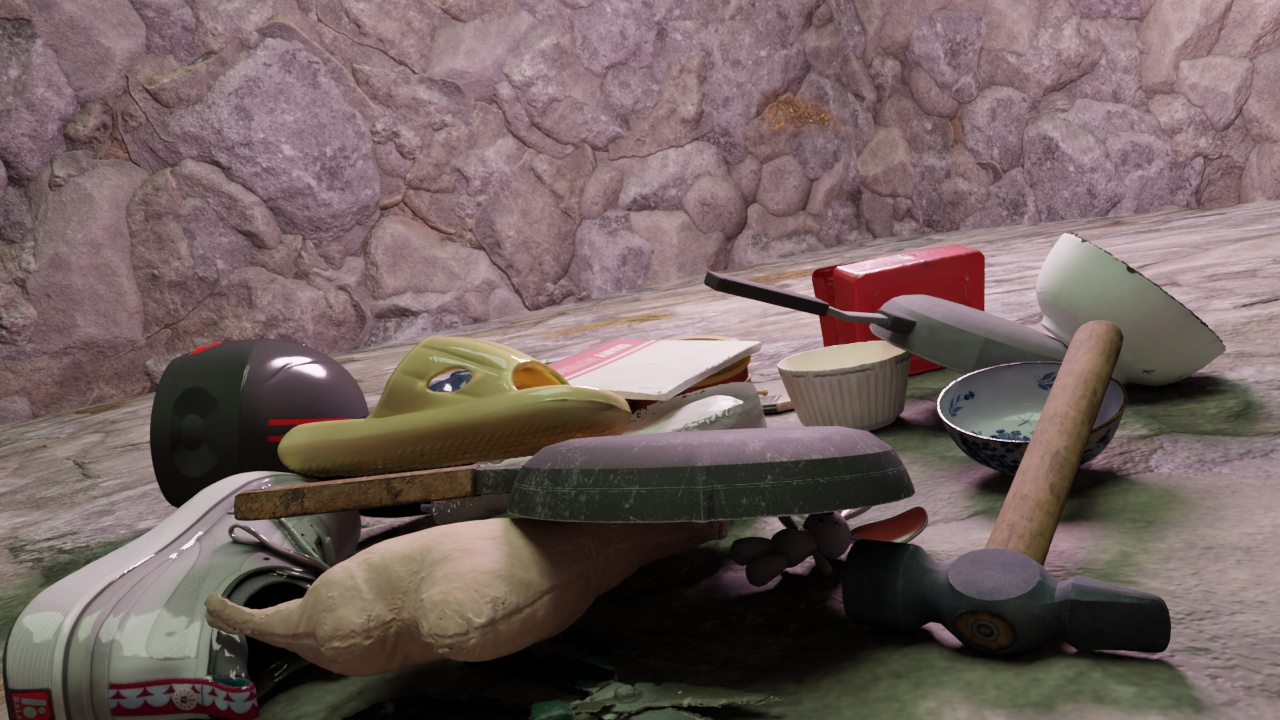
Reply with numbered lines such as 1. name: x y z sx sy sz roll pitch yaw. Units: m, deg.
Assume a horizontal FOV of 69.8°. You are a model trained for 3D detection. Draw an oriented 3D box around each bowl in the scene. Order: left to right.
1. bowl: 0.182 0.025 0.806 0.115 0.062 0.115 -10 8 1
2. bowl: 0.258 0.045 0.605 0.114 0.045 0.114 -13 21 5
3. bowl: 0.390 -0.032 0.760 0.073 0.153 0.153 -52 -1 13

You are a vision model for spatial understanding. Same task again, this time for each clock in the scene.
1. clock: 0.031 0.034 0.853 0.159 0.081 0.116 3 23 27

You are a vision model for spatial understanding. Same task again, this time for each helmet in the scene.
1. helmet: -0.331 0.063 0.826 0.169 0.164 0.265 0 -4 -12

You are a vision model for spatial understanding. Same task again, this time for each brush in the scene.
1. brush: 0.137 0.043 0.911 0.151 0.012 0.038 -6 9 22

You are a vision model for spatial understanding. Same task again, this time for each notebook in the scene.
1. notebook: -0.004 0.004 0.756 0.153 0.012 0.208 2 11 26

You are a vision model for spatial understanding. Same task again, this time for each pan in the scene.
1. pan: -0.043 0.059 0.474 0.357 0.040 0.207 -2 -3 5
2. pan: 0.208 -0.032 0.733 0.356 0.041 0.178 11 14 -27

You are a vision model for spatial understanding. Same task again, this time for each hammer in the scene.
1. hammer: 0.229 0.048 0.502 0.129 0.040 0.320 0 24 35

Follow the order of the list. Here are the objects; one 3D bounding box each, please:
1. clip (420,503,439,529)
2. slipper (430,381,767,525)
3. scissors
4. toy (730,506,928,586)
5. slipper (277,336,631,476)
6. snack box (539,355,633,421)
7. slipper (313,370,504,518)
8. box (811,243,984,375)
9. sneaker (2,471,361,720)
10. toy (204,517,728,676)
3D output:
1. clip: -0.147 0.116 0.704 0.052 0.042 0.014 -29 14 -23
2. slipper: -0.030 0.079 0.654 0.247 0.074 0.112 -15 -1 4
3. scissors: -0.043 0.152 0.392 0.210 0.015 0.141 -4 7 44
4. toy: 0.105 0.098 0.521 0.111 0.030 0.049 -16 38 -19
5. slipper: -0.126 0.028 0.609 0.262 0.079 0.111 -11 -17 23
6. snack box: -0.064 0.035 0.973 0.147 0.080 0.025 -10 9 2
7. slipper: -0.145 0.056 0.772 0.265 0.109 0.083 -9 40 -29
8. box: 0.280 -0.050 0.976 0.157 0.134 0.112 -13 8 -16
9. sneaker: -0.209 0.130 0.525 0.129 0.097 0.262 3 10 10
10. toy: -0.070 0.106 0.501 0.196 0.065 0.264 0 4 19
